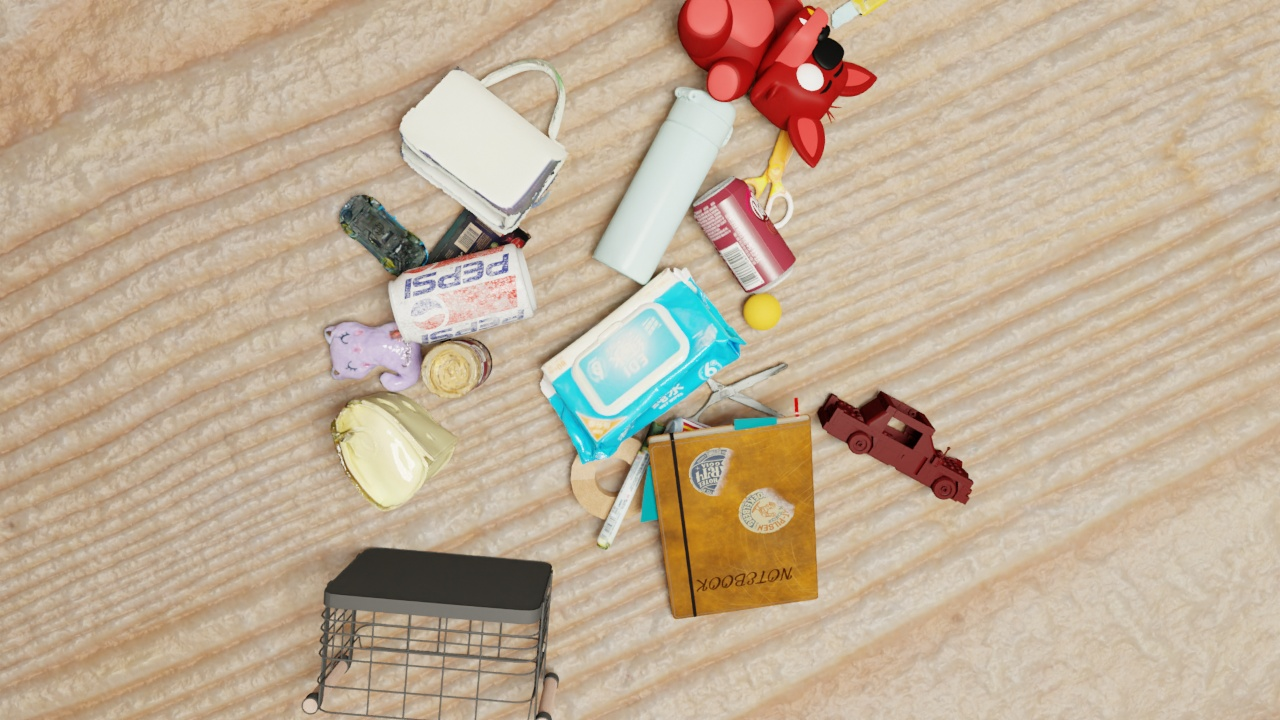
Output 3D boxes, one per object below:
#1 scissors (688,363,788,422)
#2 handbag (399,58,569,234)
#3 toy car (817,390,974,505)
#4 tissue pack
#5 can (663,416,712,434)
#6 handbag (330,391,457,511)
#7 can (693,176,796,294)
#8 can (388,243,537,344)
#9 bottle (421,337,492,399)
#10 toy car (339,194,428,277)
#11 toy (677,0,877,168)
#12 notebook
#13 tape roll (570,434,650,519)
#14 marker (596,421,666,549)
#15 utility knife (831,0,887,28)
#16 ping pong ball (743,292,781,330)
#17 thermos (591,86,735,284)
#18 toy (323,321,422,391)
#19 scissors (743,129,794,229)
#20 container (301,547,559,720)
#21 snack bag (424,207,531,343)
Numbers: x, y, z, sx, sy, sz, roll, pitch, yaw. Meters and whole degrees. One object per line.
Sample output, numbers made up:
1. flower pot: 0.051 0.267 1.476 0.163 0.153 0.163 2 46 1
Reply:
1. scissors: 0.079 0.025 0.992 0.171 0.014 0.141 45 95 -2
2. handbag: -0.143 -0.238 0.953 0.151 0.074 0.175 36 74 -4
3. toy car: 0.275 0.083 0.969 0.170 0.070 0.062 28 105 -2
4. tissue pack: -0.006 0.005 0.950 0.209 0.066 0.117 -38 67 5
5. can: 0.074 0.103 0.967 0.104 0.064 0.064 19 94 -11
6. handbag: -0.256 0.084 0.941 0.081 0.119 0.111 -41 94 4
7. can: 0.107 -0.129 0.949 0.063 0.063 0.114 -35 101 2
8. can: -0.179 -0.066 0.933 0.136 0.078 0.078 -15 94 -3
9. bottle: -0.187 0.007 0.942 0.056 0.105 0.056 0 94 -1
10. toy car: -0.269 -0.130 0.968 0.105 0.032 0.048 40 94 5
11. toy: 0.137 -0.307 0.917 0.197 0.121 0.158 39 61 -6
12. notebook: 0.092 0.162 0.952 0.178 0.014 0.250 -8 118 0
13. tape roll: -0.028 0.124 0.991 0.094 0.027 0.094 0 94 0
14. marker: -0.011 0.132 0.968 0.017 0.017 0.146 25 94 -2
15. utility knife: 0.275 -0.400 0.962 0.175 0.017 0.030 -33 85 5
16. ping pong ball: 0.129 -0.052 0.973 0.040 0.040 0.040 0 94 -1
17. thermos: 0.027 -0.183 0.950 0.078 0.065 0.207 26 94 -40
18. toy: -0.283 -0.004 0.976 0.099 0.036 0.080 -6 98 -1
19. scissors: 0.150 -0.200 0.976 0.073 0.012 0.131 29 95 -3
20. container: -0.202 0.283 0.934 0.241 0.163 0.130 5 94 -1
21. snack bag: -0.191 -0.096 0.978 0.074 0.018 0.155 39 94 -4
